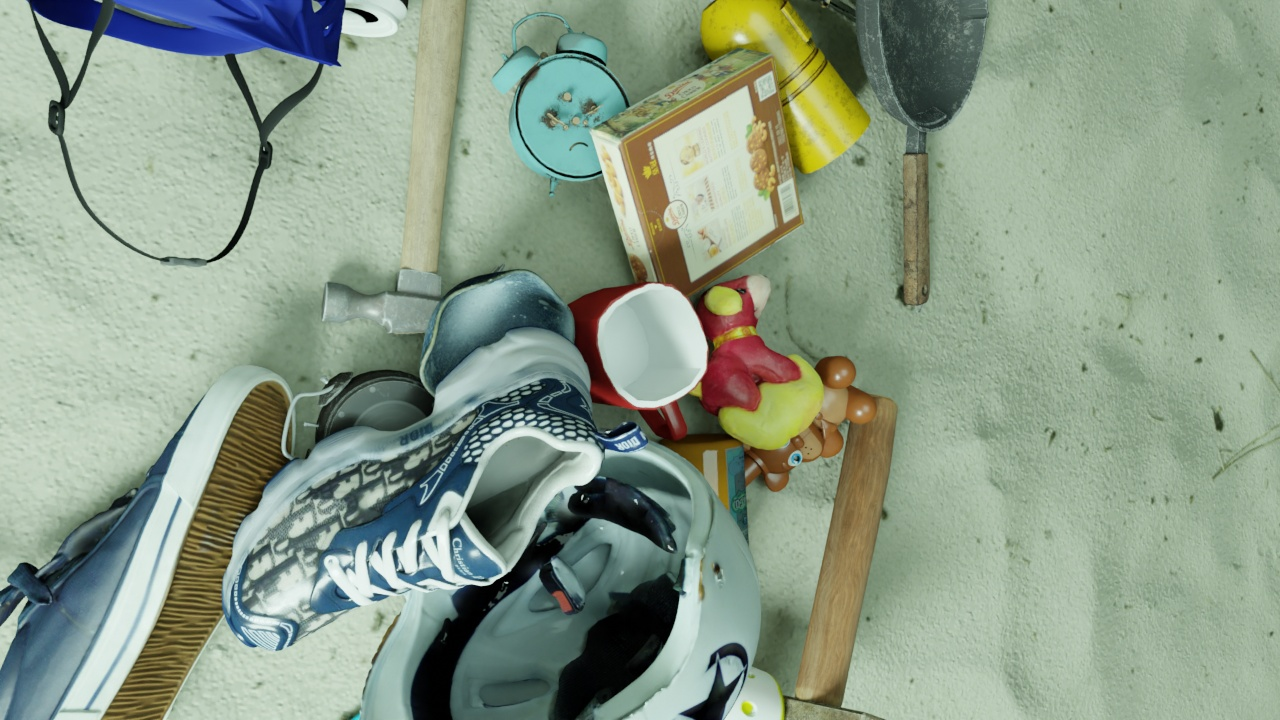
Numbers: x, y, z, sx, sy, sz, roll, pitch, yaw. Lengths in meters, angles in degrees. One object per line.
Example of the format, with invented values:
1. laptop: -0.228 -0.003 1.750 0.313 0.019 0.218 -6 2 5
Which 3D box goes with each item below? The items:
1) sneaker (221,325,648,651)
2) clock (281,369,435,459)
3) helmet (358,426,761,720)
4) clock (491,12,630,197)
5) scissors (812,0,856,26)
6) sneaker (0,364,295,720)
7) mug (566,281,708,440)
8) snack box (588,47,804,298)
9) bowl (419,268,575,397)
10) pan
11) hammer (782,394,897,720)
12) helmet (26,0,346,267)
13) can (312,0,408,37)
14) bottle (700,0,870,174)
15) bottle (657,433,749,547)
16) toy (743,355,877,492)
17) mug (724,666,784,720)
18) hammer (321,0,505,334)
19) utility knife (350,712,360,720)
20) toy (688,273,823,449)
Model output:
1. sneaker: -0.124 0.095 0.547 0.269 0.132 0.103 -36 126 -8
2. clock: -0.178 0.050 0.621 0.122 0.044 0.091 13 90 -27
3. helmet: -0.039 0.188 0.598 0.263 0.237 0.164 -47 128 -14
4. clock: -0.058 -0.186 0.662 0.090 0.053 0.124 -21 99 -22
5. scissors: 0.126 -0.292 0.718 0.225 0.165 0.016 24 123 -22
6. sneaker: -0.321 0.124 0.549 0.127 0.121 0.294 24 80 12
7. mug: -0.004 0.004 0.666 0.080 0.097 0.116 -27 101 -20
8. snack box: 0.047 -0.134 0.684 0.146 0.041 0.143 -34 128 -20
9. bowl: -0.104 -0.016 0.623 0.110 0.055 0.110 -17 123 -27
10. pan: 0.233 -0.217 0.775 0.207 0.040 0.357 -16 111 -46
11. hammer: 0.160 0.167 0.738 0.037 0.158 0.300 25 68 -22
12. helmet: -0.269 -0.179 0.522 0.147 0.242 0.228 -5 118 -59
13. can: -0.182 -0.286 0.597 0.071 0.072 0.128 7 89 -23
14. bottle: 0.105 -0.233 0.721 0.164 0.071 0.071 47 74 -17
15. bottle: 0.050 0.138 0.708 0.067 0.068 0.157 -5 93 -23
16. toy: 0.125 0.055 0.741 0.127 0.065 0.095 -43 109 -11
17. mug: 0.044 0.262 0.700 0.106 0.083 0.082 29 80 -20
18. hammer: -0.146 -0.182 0.646 0.119 0.031 0.331 6 86 -24
19. utility knife: -0.197 0.254 0.633 0.158 0.015 0.022 -30 102 -21
20. toy: 0.079 0.004 0.702 0.105 0.067 0.137 -16 74 -18
